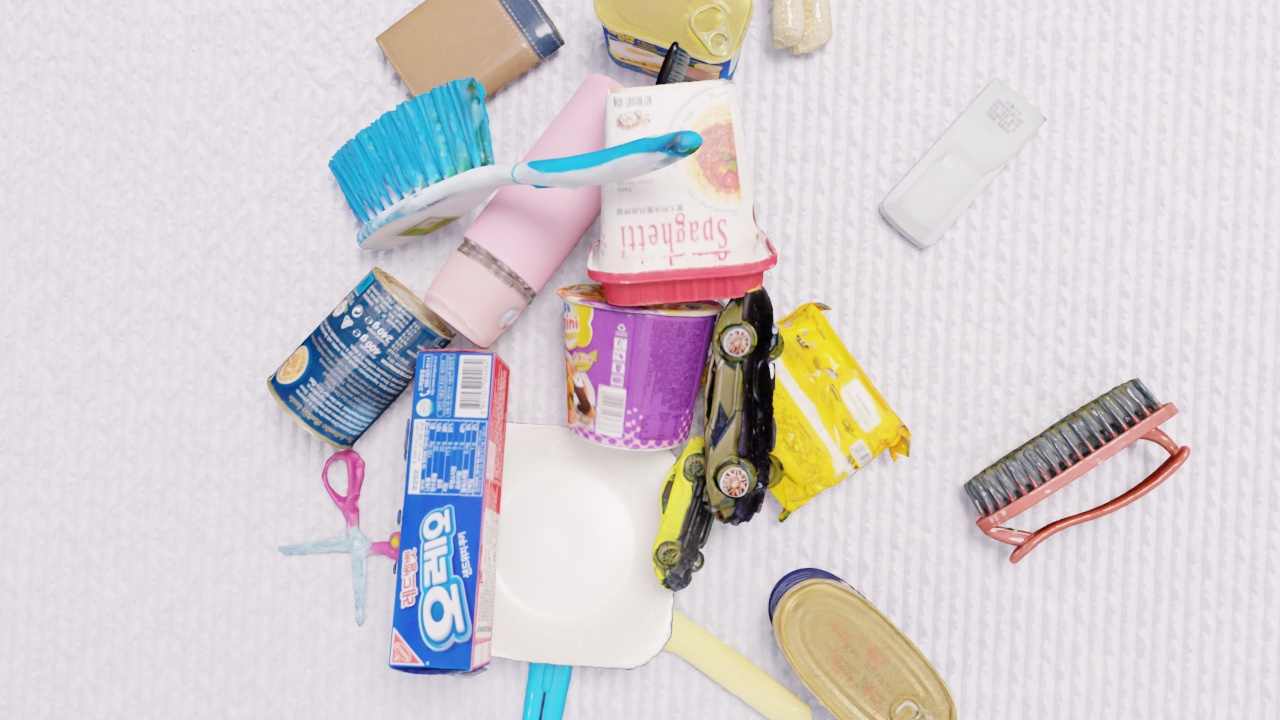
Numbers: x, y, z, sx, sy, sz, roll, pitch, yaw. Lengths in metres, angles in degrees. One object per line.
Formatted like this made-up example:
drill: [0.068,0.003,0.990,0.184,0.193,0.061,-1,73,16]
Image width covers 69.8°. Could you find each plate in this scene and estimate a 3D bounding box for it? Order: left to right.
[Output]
plate: [-0.055,0.128,0.649,0.163,0.034,0.164,5,78,1]

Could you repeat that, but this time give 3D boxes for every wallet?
wallet: [-0.124,-0.233,0.667,0.115,0.033,0.090,-36,85,3]

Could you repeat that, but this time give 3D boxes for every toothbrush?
toothbrush: [-0.001,-0.124,0.630,0.016,0.014,0.189,11,120,-15]

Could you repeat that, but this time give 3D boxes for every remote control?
remote control: [0.228,-0.139,0.654,0.049,0.024,0.125,42,91,2]

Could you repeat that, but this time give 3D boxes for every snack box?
snack box: [-0.124,0.099,0.607,0.057,0.058,0.207,1,77,3]

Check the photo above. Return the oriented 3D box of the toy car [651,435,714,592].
toy car: [0.030,0.101,0.617,0.032,0.048,0.105,10,77,28]

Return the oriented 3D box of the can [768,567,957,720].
can: [0.152,0.210,0.641,0.148,0.049,0.074,44,92,2]

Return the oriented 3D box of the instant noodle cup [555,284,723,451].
instant noodle cup: [-0.004,0.004,0.625,0.111,0.111,0.099,6,103,2]

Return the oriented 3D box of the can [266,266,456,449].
can: [-0.195,-0.003,0.646,0.075,0.075,0.111,44,91,2]

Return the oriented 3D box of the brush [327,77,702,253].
brush: [-0.093,-0.126,0.567,0.315,0.060,0.109,-16,84,42]

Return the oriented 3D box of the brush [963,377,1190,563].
brush: [0.297,0.078,0.629,0.146,0.063,0.069,-33,75,3]

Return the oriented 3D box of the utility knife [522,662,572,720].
utility knife: [-0.070,0.254,0.666,0.034,0.018,0.182,9,90,0]

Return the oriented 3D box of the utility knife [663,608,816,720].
utility knife: [0.072,0.230,0.660,0.183,0.019,0.031,35,95,8]

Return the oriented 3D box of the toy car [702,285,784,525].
toy car: [0.067,0.028,0.598,0.042,0.070,0.158,2,87,26]

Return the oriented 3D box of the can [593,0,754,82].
can: [0.023,-0.230,0.634,0.102,0.083,0.057,19,91,2]

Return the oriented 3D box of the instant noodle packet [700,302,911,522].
instant noodle packet: [0.115,0.036,0.648,0.111,0.044,0.128,-32,85,8]

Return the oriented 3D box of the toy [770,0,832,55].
toy: [0.100,-0.296,0.647,0.105,0.066,0.157,-14,93,-30]

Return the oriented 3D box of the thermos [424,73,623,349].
thermos: [-0.067,-0.098,0.643,0.067,0.087,0.198,34,84,17]

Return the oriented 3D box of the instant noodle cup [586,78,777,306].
instant noodle cup: [0.022,-0.108,0.572,0.116,0.116,0.124,-5,110,1]

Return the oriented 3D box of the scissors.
scissors: [-0.205,0.130,0.677,0.133,0.017,0.134,-5,93,6]
